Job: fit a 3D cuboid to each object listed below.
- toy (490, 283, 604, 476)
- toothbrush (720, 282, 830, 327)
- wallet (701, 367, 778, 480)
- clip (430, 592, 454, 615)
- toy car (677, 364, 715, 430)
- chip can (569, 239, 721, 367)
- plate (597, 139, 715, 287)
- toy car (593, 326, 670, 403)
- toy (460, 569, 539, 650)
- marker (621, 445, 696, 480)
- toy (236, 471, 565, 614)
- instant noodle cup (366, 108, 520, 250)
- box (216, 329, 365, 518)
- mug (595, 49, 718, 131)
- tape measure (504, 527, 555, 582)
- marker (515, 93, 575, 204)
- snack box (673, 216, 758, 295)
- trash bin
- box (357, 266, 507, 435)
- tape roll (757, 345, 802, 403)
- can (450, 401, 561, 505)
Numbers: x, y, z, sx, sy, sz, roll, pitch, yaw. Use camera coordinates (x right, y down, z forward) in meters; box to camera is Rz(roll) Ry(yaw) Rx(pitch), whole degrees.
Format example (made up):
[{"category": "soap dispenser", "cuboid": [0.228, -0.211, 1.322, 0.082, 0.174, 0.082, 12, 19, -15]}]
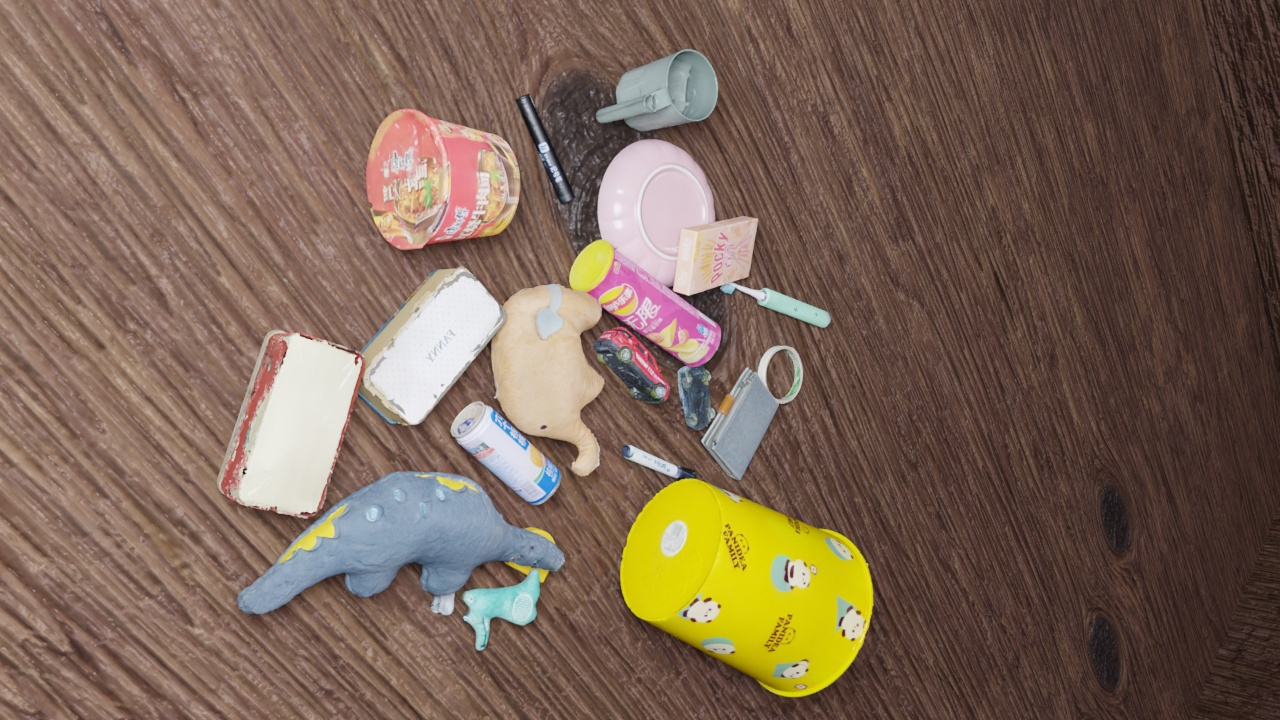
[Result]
[{"category": "toy", "cuboid": [-0.104, 0.025, 1.058, 0.143, 0.082, 0.226, -8, 101, -23]}, {"category": "toothbrush", "cuboid": [0.199, -0.085, 1.333, 0.224, 0.026, 0.027, 16, 105, -39]}, {"category": "wallet", "cuboid": [0.139, 0.087, 1.289, 0.129, 0.037, 0.106, -59, 135, -19]}, {"category": "clip", "cuboid": [-0.216, 0.253, 1.020, 0.024, 0.029, 0.057, 23, 71, -40]}, {"category": "toy car", "cuboid": [0.072, 0.049, 1.233, 0.042, 0.034, 0.090, -21, 108, -39]}, {"category": "chip can", "cuboid": [0.010, -0.067, 1.151, 0.210, 0.071, 0.071, 34, 72, -36]}, {"category": "plate", "cuboid": [0.032, -0.189, 1.182, 0.192, 0.039, 0.192, -3, 95, -39]}, {"category": "toy car", "cuboid": [-0.007, 0.007, 1.153, 0.120, 0.053, 0.045, 51, 60, -28]}, {"category": "toy", "cuboid": [-0.162, 0.286, 1.054, 0.091, 0.030, 0.096, 4, 98, -19]}, {"category": "marker", "cuboid": [0.026, 0.137, 1.211, 0.130, 0.018, 0.022, 28, 66, -37]}, {"category": "toy", "cuboid": [-0.229, 0.184, 0.957, 0.355, 0.092, 0.138, 5, 89, -38]}, {"category": "instant noodle cup", "cuboid": [-0.199, -0.184, 0.942, 0.108, 0.138, 0.138, -8, 98, -48]}, {"category": "box", "cuboid": [-0.331, 0.060, 0.877, 0.091, 0.077, 0.168, 22, 78, -39]}, {"category": "mug", "cuboid": [0.017, -0.321, 1.121, 0.123, 0.104, 0.084, -31, 112, -33]}, {"category": "tape measure", "cuboid": [-0.130, 0.226, 1.082, 0.060, 0.029, 0.057, 39, 70, -34]}, {"category": "marker", "cuboid": [-0.111, -0.247, 1.076, 0.132, 0.020, 0.022, 66, 27, -20]}, {"category": "snack box", "cuboid": [0.101, -0.141, 1.212, 0.156, 0.026, 0.084, -22, 126, -51]}, {"category": "trash bin", "cuboid": [0.127, 0.284, 1.182, 0.255, 0.230, 0.229, 30, 73, -30]}, {"category": "box", "cuboid": [-0.229, -0.012, 0.970, 0.184, 0.060, 0.090, -51, 121, -23]}, {"category": "tape roll", "cuboid": [0.207, 0.021, 1.354, 0.085, 0.014, 0.086, -2, 94, -39]}, {"category": "can", "cuboid": [-0.152, 0.106, 1.041, 0.134, 0.053, 0.053, 47, 64, -31]}]
